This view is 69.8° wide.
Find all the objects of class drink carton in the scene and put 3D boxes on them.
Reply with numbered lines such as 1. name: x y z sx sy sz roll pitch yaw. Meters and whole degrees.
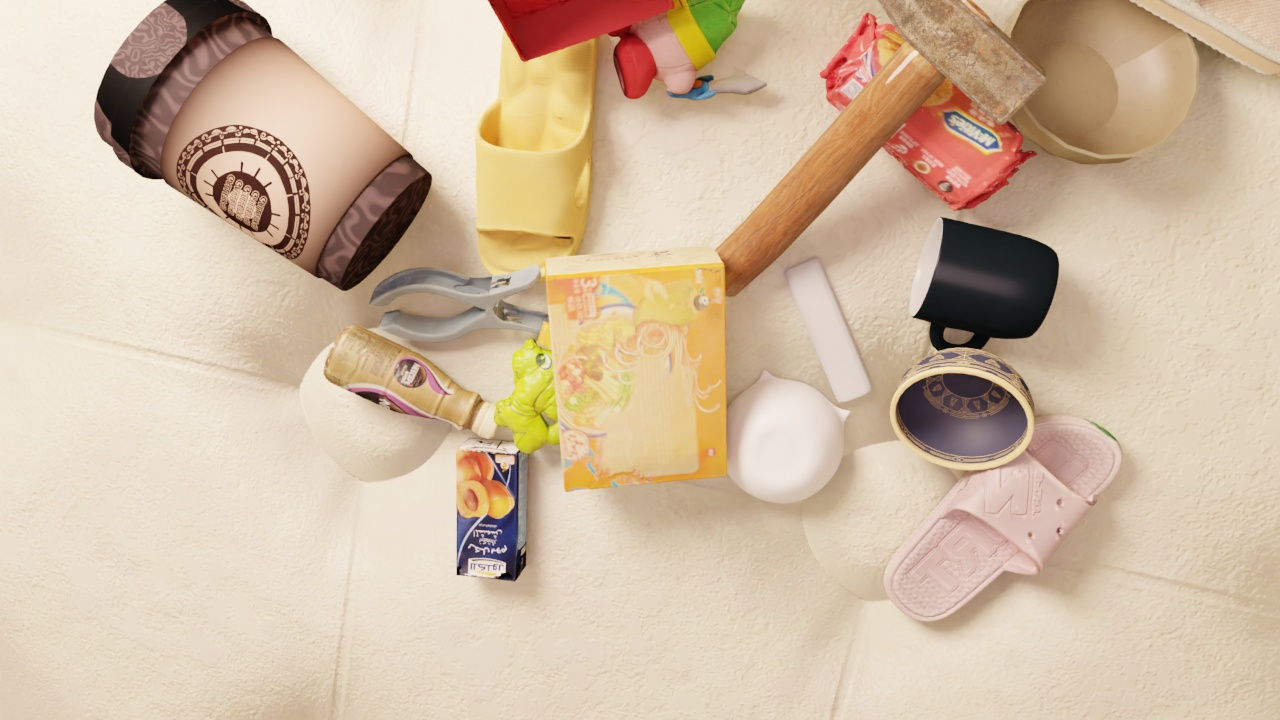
1. drink carton: -0.141 0.143 0.877 0.064 0.040 0.130 4 101 9

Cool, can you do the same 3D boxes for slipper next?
1. slipper: -0.090 -0.189 0.788 0.099 0.078 0.263 9 104 3
2. slipper: 0.309 0.142 0.794 0.094 0.064 0.240 42 105 0
3. slipper: 0.409 -0.312 0.682 0.263 0.052 0.114 35 72 -2

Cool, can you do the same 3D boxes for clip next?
1. clip: -0.165 -0.062 0.820 0.163 0.028 0.112 -1 139 5

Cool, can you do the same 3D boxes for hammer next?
1. hammer: 0.144 -0.161 0.726 0.158 0.037 0.302 42 125 -1

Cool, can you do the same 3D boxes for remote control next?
1. remote control: 0.166 -0.026 0.810 0.033 0.012 0.131 -23 96 12

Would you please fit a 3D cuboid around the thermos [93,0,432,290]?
1. thermos: -0.309 -0.178 0.785 0.226 0.172 0.173 37 104 -6

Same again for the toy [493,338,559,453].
1. toy: -0.094 0.033 0.844 0.093 0.036 0.094 -37 96 -4

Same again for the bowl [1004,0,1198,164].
1. bowl: 0.345 -0.220 0.712 0.152 0.050 0.152 1 82 -4

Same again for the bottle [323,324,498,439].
1. bottle: -0.208 0.026 0.858 0.166 0.059 0.060 25 103 -5

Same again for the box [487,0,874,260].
1. box: -0.007 -0.223 0.589 0.198 0.217 0.351 -20 69 7

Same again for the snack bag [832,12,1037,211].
1. snack bag: 0.225 -0.196 0.740 0.176 0.082 0.082 41 104 1

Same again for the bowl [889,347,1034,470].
1. bowl: 0.273 0.031 0.774 0.112 0.061 0.113 15 135 15

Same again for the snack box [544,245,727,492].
1. snack box: -0.005 0.005 0.787 0.145 0.080 0.195 -5 113 -5

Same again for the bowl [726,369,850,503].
1. bowl: 0.125 0.077 0.817 0.115 0.050 0.115 2 101 9

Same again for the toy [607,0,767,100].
1. toy: 0.039 -0.271 0.746 0.131 0.097 0.124 -18 88 -8

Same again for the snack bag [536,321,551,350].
1. snack bag: -0.043 -0.013 0.834 0.099 0.020 0.026 14 107 -7

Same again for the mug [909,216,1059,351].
1. mug: 0.277 -0.051 0.760 0.094 0.085 0.122 14 130 6
